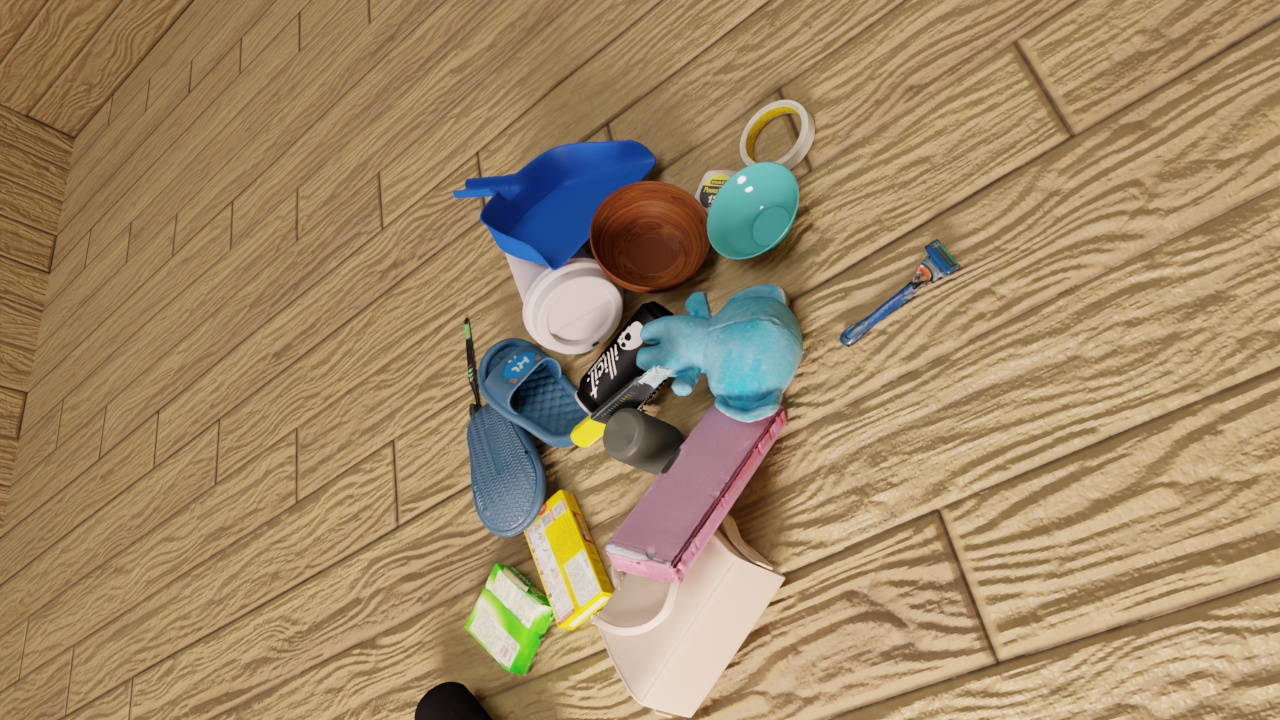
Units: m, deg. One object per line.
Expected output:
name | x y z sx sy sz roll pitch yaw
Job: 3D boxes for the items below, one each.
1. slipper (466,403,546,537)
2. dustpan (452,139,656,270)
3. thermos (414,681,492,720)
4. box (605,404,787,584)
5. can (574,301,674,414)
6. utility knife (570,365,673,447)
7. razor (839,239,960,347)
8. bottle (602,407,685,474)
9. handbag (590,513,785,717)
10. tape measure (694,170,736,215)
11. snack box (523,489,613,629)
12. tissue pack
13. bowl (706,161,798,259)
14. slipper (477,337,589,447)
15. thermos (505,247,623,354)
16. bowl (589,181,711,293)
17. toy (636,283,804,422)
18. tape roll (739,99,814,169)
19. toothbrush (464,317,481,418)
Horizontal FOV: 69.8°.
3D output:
slipper | -0.170 0.135 1.190 0.104 0.059 0.213 -35 46 12
dustpan | -0.148 -0.214 1.217 0.258 0.059 0.244 5 45 39
thermos | -0.179 0.456 1.034 0.219 0.105 0.106 29 91 49
box | 0.061 0.124 0.932 0.098 0.041 0.232 2 39 43
can | -0.006 0.006 1.089 0.146 0.080 0.080 -50 48 12
utility knife | -0.022 0.050 1.018 0.198 0.029 0.020 -40 20 48
razor | 0.260 -0.062 0.937 0.141 0.018 0.043 -43 50 23
bottle | 0.011 0.093 1.017 0.060 0.108 0.060 -17 61 34
handbag | 0.028 0.235 0.964 0.195 0.101 0.198 -58 35 5
tape measure | 0.097 -0.203 1.136 0.064 0.016 0.065 15 82 43
snack box | -0.089 0.236 1.098 0.075 0.025 0.152 -42 50 18
tissue pack | -0.159 0.311 1.119 0.114 0.034 0.099 29 94 43
bowl | 0.140 -0.164 1.062 0.121 0.046 0.121 -17 61 34
slipper | -0.140 0.037 1.186 0.103 0.059 0.214 -39 51 -15
thermos | -0.115 -0.114 1.213 0.132 0.131 0.221 -49 40 13
bowl | 0.012 -0.141 1.133 0.147 0.069 0.147 0 69 -1
toy | 0.088 -0.006 0.999 0.181 0.115 0.183 -2 56 18
tape roll | 0.164 -0.268 1.106 0.094 0.019 0.094 -17 61 34
toothbrush | -0.248 0.011 1.337 0.014 0.017 0.187 -33 52 27
